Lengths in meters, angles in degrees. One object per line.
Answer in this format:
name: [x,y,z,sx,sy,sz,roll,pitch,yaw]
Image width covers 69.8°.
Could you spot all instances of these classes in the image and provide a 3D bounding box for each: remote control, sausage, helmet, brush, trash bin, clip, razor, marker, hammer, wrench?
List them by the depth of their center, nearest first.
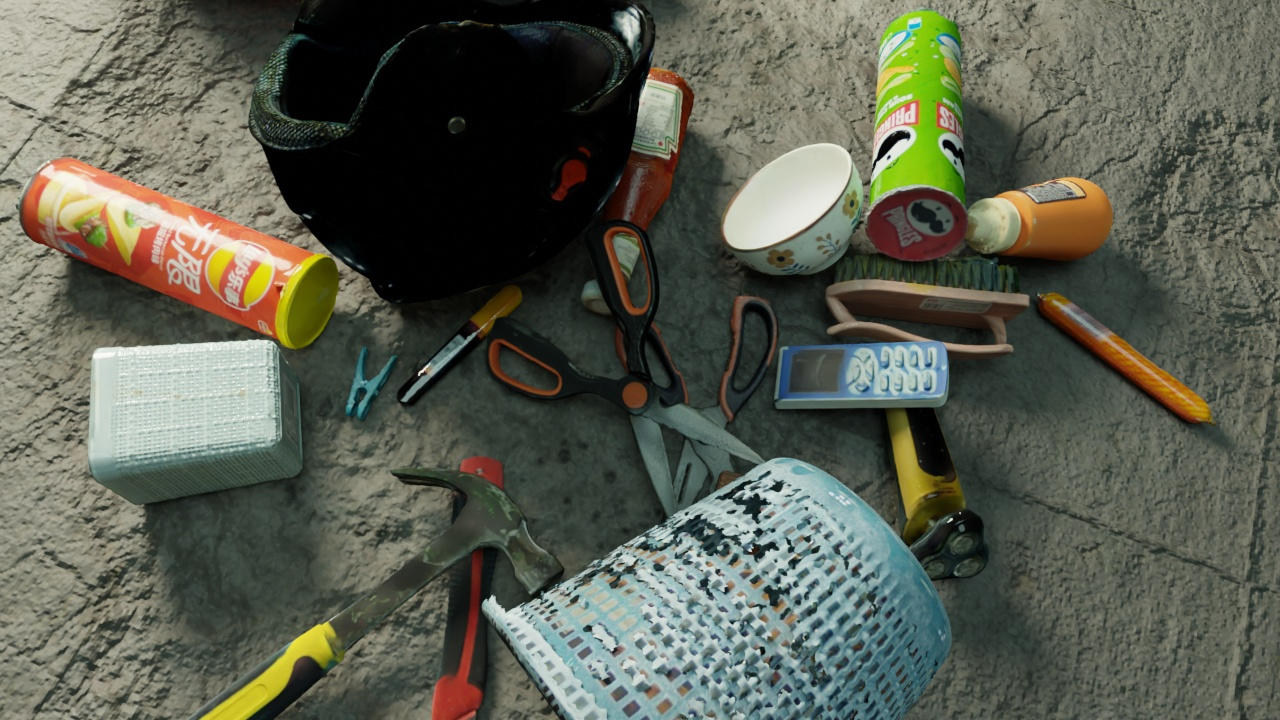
trash bin: [0.055,0.169,0.517,0.194,0.227,0.226,-36,75,-17]
hammer: [-0.213,0.188,0.584,0.323,0.032,0.126,-37,73,-13]
wrench: [-0.122,0.196,0.608,0.056,0.016,0.273,7,69,-2]
helmet: [-0.122,-0.165,0.638,0.274,0.231,0.233,-16,46,-16]
razor: [0.204,0.073,0.659,0.062,0.068,0.167,0,62,-13]
remote control: [0.160,0.012,0.672,0.125,0.024,0.048,-1,58,22]
clip: [-0.201,0.017,0.673,0.038,0.013,0.055,17,67,3]
marker: [-0.135,-0.012,0.689,0.018,0.015,0.123,40,74,13]
brush: [0.214,-0.041,0.702,0.145,0.063,0.073,6,76,-1]
sausage: [0.380,-0.002,0.721,0.165,0.021,0.021,41,71,11]

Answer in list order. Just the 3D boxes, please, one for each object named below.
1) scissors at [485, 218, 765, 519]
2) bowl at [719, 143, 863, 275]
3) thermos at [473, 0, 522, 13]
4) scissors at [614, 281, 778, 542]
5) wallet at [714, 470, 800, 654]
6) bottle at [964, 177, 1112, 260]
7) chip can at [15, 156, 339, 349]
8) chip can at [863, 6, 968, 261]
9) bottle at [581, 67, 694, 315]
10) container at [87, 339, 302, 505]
scissors: [-0.017,0.009,0.654,0.229,0.021,0.221,1,89,20]
bowl: [0.125,-0.107,0.711,0.062,0.114,0.113,47,65,-34]
thermos: [-0.112,-0.335,0.786,0.242,0.068,0.090,-23,78,-13]
scissors: [0.046,0.034,0.685,0.188,0.015,0.226,-34,76,-16]
wallet: [0.086,0.145,0.629,0.101,0.032,0.124,16,78,2]
bottle: [0.300,-0.107,0.711,0.149,0.067,0.066,-9,68,-32]
chip can: [-0.333,-0.080,0.669,0.216,0.073,0.073,22,68,4]
chip can: [0.218,-0.184,0.723,0.072,0.072,0.235,14,52,1]
bottle: [-0.005,-0.133,0.723,0.060,0.060,0.205,14,70,1]
container: [-0.293,0.040,0.618,0.111,0.090,0.089,-6,69,-10]
